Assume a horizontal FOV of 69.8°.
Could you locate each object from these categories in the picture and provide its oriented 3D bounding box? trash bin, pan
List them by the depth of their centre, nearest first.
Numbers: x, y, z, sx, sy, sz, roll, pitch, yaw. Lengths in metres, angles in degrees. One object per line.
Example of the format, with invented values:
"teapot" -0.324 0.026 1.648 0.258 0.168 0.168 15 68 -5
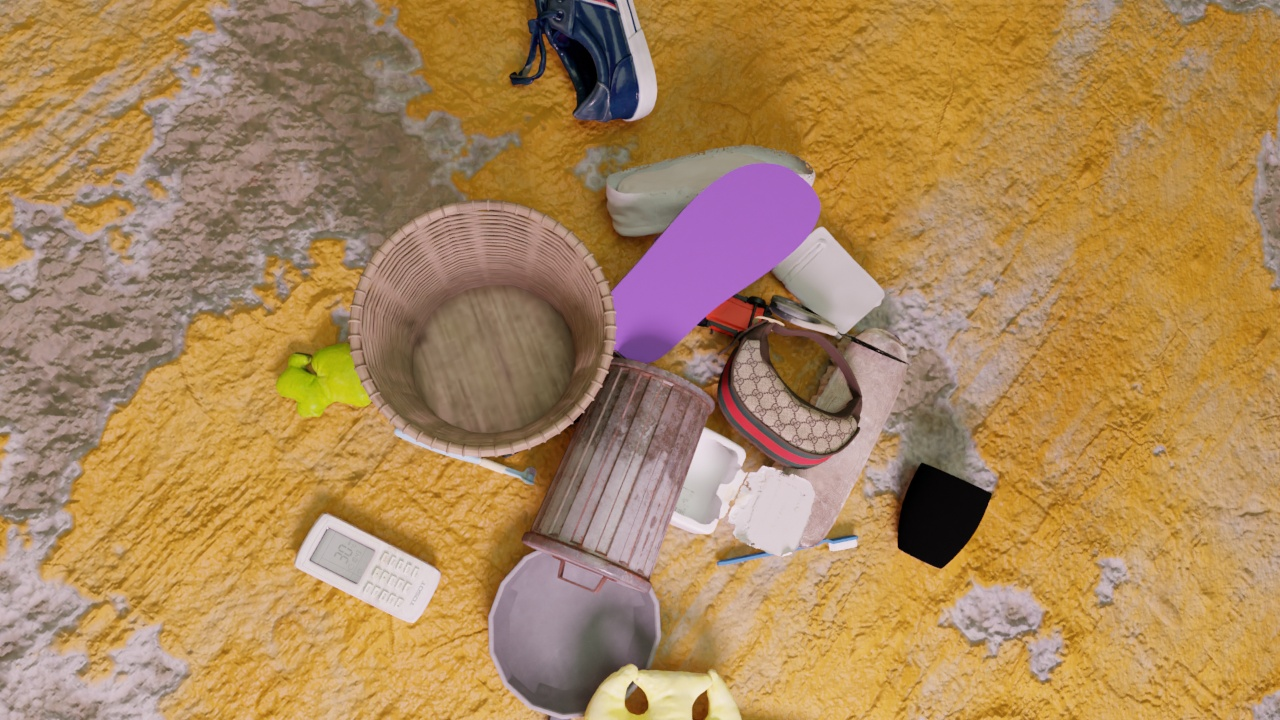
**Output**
"trash bin" -0.021 0.118 0.890 0.131 0.131 0.210 25 75 -8
"pan" -0.082 0.360 0.933 0.178 0.041 0.357 10 81 -11

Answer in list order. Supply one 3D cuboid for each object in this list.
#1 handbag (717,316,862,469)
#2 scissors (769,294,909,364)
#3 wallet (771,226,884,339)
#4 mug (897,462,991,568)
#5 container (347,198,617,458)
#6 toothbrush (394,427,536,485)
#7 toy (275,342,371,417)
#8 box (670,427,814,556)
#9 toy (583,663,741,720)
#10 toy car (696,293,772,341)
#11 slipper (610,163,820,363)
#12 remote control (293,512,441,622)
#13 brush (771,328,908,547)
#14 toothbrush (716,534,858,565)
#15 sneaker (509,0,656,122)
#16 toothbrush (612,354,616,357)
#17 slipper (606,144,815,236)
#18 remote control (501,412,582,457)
"handbag" 0.160 0.029 0.978 0.166 0.063 0.138 39 63 2
"scissors" 0.216 -0.036 1.017 0.169 0.131 0.013 14 111 -24
"wallet" 0.216 -0.088 1.063 0.086 0.032 0.116 -37 83 -11
"mug" 0.346 0.183 1.040 0.118 0.085 0.100 24 90 -39
"container" -0.143 -0.012 0.877 0.227 0.196 0.226 1 79 -5
"toothbrush" -0.182 0.098 0.959 0.155 0.016 0.022 20 46 -10
"toy" -0.314 0.019 0.931 0.094 0.036 0.093 42 81 2
"box" 0.087 0.140 0.983 0.190 0.083 0.110 22 79 8
"toy" 0.020 0.381 0.907 0.170 0.065 0.154 10 79 -17
"toy car" 0.095 -0.052 1.023 0.100 0.049 0.051 20 79 -10
"slipper" 0.059 -0.099 0.953 0.266 0.084 0.107 -43 96 -12
"remote control" -0.272 0.208 0.919 0.138 0.025 0.060 29 77 -7
"brush" 0.216 0.083 1.028 0.083 0.057 0.271 31 77 -5
"toothbrush" 0.165 0.214 1.021 0.166 0.016 0.014 -9 87 -13
"sneaker" -0.088 -0.396 1.002 0.127 0.121 0.294 -17 89 -27
"toothbrush" -0.006 0.006 1.011 0.167 0.016 0.016 25 79 -8
"slipper" 0.081 -0.187 1.027 0.246 0.075 0.112 -14 55 -16
"remote control" -0.088 0.054 0.984 0.151 0.020 0.041 -27 89 -14
